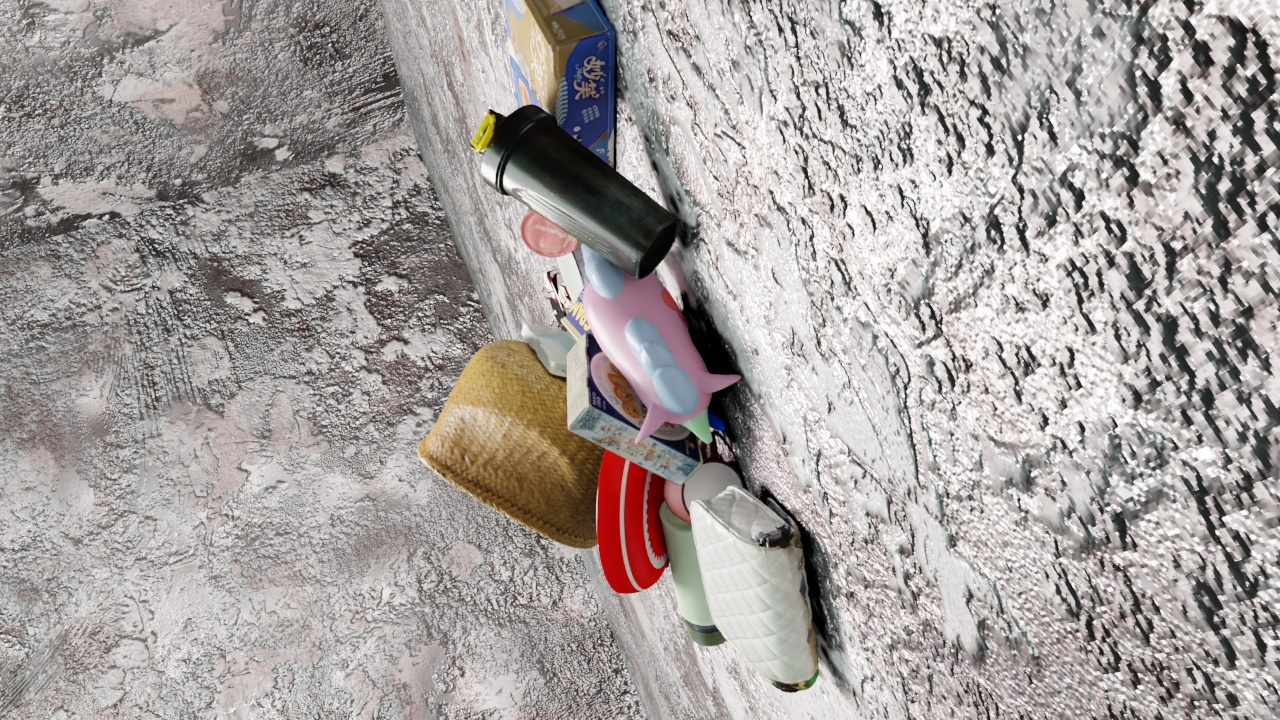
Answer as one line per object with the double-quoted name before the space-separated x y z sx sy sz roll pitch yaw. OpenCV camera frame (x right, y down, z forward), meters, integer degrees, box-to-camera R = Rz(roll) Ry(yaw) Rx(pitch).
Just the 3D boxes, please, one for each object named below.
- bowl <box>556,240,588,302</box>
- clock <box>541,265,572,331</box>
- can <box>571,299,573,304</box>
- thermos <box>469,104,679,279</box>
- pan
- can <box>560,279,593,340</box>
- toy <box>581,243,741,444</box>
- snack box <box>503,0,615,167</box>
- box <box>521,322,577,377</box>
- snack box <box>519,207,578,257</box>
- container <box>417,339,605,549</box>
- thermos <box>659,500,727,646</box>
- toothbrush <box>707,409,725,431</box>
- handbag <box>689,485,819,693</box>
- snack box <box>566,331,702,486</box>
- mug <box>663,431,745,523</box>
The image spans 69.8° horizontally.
"bowl" -0.064 -0.124 1.191 0.118 0.062 0.118 159 90 -77
"clock" -0.116 -0.087 1.457 0.154 0.065 0.115 -129 23 -57
"can" -0.069 -0.081 1.296 0.054 0.054 0.097 -127 21 -53
"thermos" -0.068 -0.171 0.912 0.221 0.098 0.098 38 159 12
"pan" 0.014 0.220 1.213 0.356 0.067 0.208 60 -147 -57
"can" -0.037 -0.061 1.089 0.056 0.092 0.116 28 -171 -28
"toy" 0.005 -0.024 0.937 0.222 0.120 0.171 56 -175 -13
"snack box" -0.087 -0.312 0.986 0.203 0.069 0.155 94 152 -61
"box" -0.087 -0.012 1.301 0.197 0.134 0.041 -135 55 -63
"snack box" -0.102 -0.189 1.126 0.121 0.072 0.072 -82 -13 -49
"container" -0.137 0.106 1.314 0.307 0.196 0.307 30 -176 -3
"thermos" 0.080 0.274 1.174 0.082 0.082 0.232 -127 21 -52
"toothbrush" 0.058 0.054 1.055 0.182 0.018 0.016 -148 64 -70
"handbag" 0.123 0.227 0.937 0.139 0.072 0.195 35 144 54
"snack box" -0.009 0.051 0.992 0.043 0.145 0.144 -52 23 24
"mug" 0.072 0.131 1.023 0.083 0.073 0.105 152 126 -77
